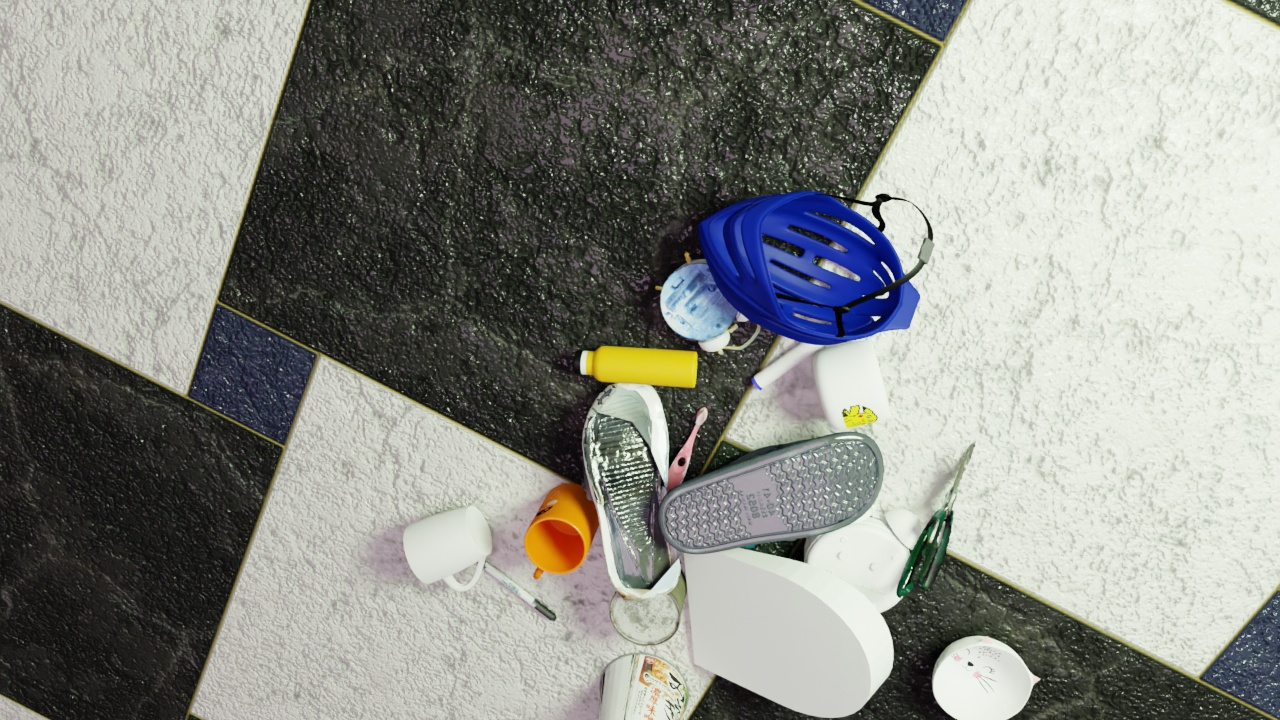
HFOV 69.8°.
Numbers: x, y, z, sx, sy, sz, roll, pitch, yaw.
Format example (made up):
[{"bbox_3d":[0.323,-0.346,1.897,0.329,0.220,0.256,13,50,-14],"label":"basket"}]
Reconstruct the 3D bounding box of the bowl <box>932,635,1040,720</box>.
[{"bbox_3d":[0.418,0.387,1.135,0.115,0.050,0.115,3,108,9],"label":"bowl"}]

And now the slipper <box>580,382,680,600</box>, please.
[{"bbox_3d":[-0.013,0.156,1.117,0.111,0.063,0.263,-10,87,-9],"label":"slipper"}]

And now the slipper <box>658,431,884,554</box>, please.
[{"bbox_3d":[0.153,0.156,1.081,0.268,0.083,0.110,-18,95,8],"label":"slipper"}]

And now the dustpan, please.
[{"bbox_3d":[0.176,0.326,1.119,0.258,0.053,0.192,12,117,40],"label":"dustpan"}]

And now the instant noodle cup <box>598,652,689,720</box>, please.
[{"bbox_3d":[-0.004,0.470,1.196,0.124,0.121,0.124,3,108,9],"label":"instant noodle cup"}]

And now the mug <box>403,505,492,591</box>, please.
[{"bbox_3d":[-0.239,0.248,1.188,0.088,0.080,0.114,-23,110,9],"label":"mug"}]

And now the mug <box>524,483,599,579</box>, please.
[{"bbox_3d":[-0.102,0.222,1.145,0.077,0.095,0.113,28,110,-1],"label":"mug"}]

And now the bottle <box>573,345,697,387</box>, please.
[{"bbox_3d":[-0.006,0.006,1.087,0.144,0.043,0.043,4,108,8],"label":"bottle"}]

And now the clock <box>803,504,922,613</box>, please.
[{"bbox_3d":[0.262,0.243,1.103,0.125,0.072,0.161,19,110,3],"label":"clock"}]

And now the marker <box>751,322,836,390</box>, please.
[{"bbox_3d":[0.190,-0.013,1.060,0.142,0.020,0.020,-37,99,19],"label":"marker"}]

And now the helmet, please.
[{"bbox_3d":[0.185,-0.105,0.928,0.241,0.228,0.147,25,77,-7],"label":"helmet"}]

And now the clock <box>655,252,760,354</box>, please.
[{"bbox_3d":[0.080,-0.061,1.046,0.125,0.051,0.089,41,109,-5],"label":"clock"}]

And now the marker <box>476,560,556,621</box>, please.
[{"bbox_3d":[-0.172,0.301,1.228,0.152,0.011,0.011,39,110,-4],"label":"marker"}]

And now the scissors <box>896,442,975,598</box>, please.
[{"bbox_3d":[0.361,0.191,1.083,0.015,0.137,0.209,24,83,36],"label":"scissors"}]

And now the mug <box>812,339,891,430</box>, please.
[{"bbox_3d":[0.239,0.034,1.034,0.068,0.094,0.115,-15,142,15],"label":"mug"}]

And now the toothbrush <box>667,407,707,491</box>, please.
[{"bbox_3d":[0.054,0.117,1.127,0.021,0.016,0.135,23,110,3],"label":"toothbrush"}]

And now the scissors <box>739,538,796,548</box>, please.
[{"bbox_3d":[0.128,0.231,1.151,0.155,0.019,0.126,-30,99,19],"label":"scissors"}]

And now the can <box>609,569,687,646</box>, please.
[{"bbox_3d":[0.011,0.303,1.165,0.090,0.074,0.090,3,107,9],"label":"can"}]
